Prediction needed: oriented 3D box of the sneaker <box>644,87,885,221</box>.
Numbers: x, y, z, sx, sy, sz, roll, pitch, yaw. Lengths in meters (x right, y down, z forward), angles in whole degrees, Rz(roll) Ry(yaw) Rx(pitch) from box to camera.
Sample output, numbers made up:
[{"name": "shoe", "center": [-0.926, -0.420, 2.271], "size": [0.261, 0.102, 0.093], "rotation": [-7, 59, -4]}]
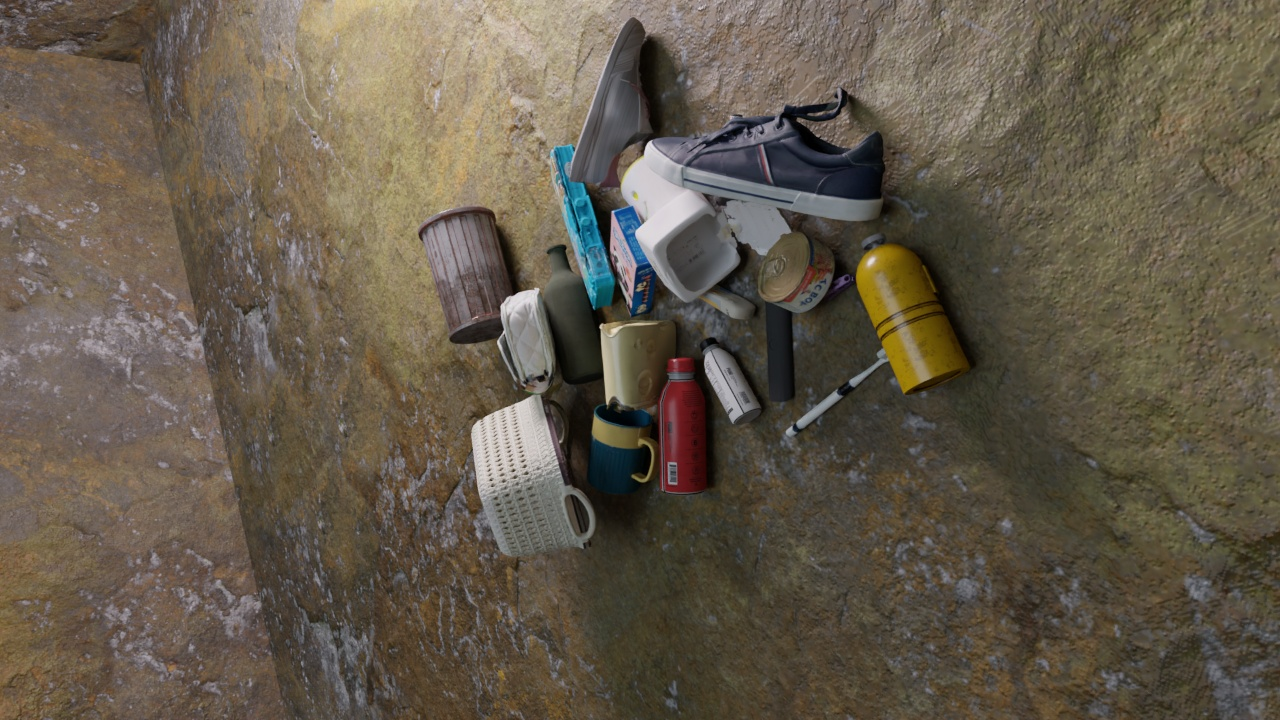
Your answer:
[{"name": "sneaker", "center": [0.136, -0.243, 1.021], "size": [0.295, 0.120, 0.127], "rotation": [17, 114, 31]}]

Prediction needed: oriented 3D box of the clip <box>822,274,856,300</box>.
[{"name": "clip", "center": [0.218, -0.082, 1.029], "size": [0.052, 0.033, 0.013], "rotation": [-35, 69, 45]}]

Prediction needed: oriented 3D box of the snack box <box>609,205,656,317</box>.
[{"name": "snack box", "center": [-0.011, -0.129, 1.222], "size": [0.154, 0.033, 0.088], "rotation": [99, 150, -68]}]

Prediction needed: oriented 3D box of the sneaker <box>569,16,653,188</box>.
[{"name": "sneaker", "center": [-0.021, -0.340, 1.242], "size": [0.099, 0.089, 0.236], "rotation": [-161, 90, -81]}]

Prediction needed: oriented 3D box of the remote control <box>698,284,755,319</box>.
[{"name": "remote control", "center": [0.093, -0.084, 1.159], "size": [0.126, 0.038, 0.018], "rotation": [34, 120, 41]}]

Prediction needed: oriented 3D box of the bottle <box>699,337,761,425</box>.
[{"name": "bottle", "center": [0.109, 0.023, 1.152], "size": [0.041, 0.041, 0.116], "rotation": [-47, 60, 40]}]

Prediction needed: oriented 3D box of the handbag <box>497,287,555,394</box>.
[{"name": "handbag", "center": [-0.167, -0.030, 1.360], "size": [0.195, 0.072, 0.139], "rotation": [-118, 14, -81]}]

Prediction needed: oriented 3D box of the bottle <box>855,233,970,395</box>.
[{"name": "bottle", "center": [0.271, -0.053, 0.939], "size": [0.071, 0.071, 0.163], "rotation": [-36, 67, 45]}]

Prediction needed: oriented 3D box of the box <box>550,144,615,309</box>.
[{"name": "box", "center": [-0.085, -0.192, 1.321], "size": [0.094, 0.039, 0.226], "rotation": [103, 151, -72]}]

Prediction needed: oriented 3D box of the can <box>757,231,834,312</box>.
[{"name": "can", "center": [0.176, -0.099, 1.039], "size": [0.086, 0.043, 0.086], "rotation": [-39, 41, 44]}]

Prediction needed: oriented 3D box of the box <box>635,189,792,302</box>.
[{"name": "box", "center": [0.093, -0.149, 1.105], "size": [0.189, 0.111, 0.101], "rotation": [-25, 42, 14]}]

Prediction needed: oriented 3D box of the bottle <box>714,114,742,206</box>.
[{"name": "bottle", "center": [0.112, -0.244, 1.122], "size": [0.036, 0.036, 0.110], "rotation": [16, 106, 47]}]

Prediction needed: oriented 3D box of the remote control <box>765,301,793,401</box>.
[{"name": "remote control", "center": [0.165, -0.024, 1.102], "size": [0.033, 0.015, 0.147], "rotation": [0, 94, 49]}]

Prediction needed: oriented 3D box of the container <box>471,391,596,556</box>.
[{"name": "container", "center": [-0.155, 0.165, 1.322], "size": [0.251, 0.143, 0.185], "rotation": [-115, 11, -58]}]

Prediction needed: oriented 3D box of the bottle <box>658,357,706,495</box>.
[{"name": "bottle", "center": [0.055, 0.084, 1.204], "size": [0.062, 0.062, 0.176], "rotation": [3, 97, 49]}]

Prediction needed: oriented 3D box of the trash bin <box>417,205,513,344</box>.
[{"name": "trash bin", "center": [-0.282, -0.147, 1.513], "size": [0.131, 0.130, 0.211], "rotation": [-29, 74, 46]}]

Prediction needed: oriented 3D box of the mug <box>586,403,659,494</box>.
[{"name": "mug", "center": [-0.020, 0.129, 1.280], "size": [0.114, 0.083, 0.107], "rotation": [24, 112, 38]}]

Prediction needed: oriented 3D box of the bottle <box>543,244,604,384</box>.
[{"name": "bottle", "center": [-0.102, -0.071, 1.359], "size": [0.072, 0.071, 0.206], "rotation": [-26, 75, 47]}]

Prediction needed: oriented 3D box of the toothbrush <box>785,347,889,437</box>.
[{"name": "toothbrush", "center": [0.224, 0.036, 1.040], "size": [0.187, 0.017, 0.012], "rotation": [-47, 40, 41]}]

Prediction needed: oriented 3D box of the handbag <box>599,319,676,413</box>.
[{"name": "handbag", "center": [-0.007, 0.007, 1.230], "size": [0.081, 0.111, 0.119], "rotation": [4, 98, 27]}]

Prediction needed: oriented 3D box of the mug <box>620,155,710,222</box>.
[{"name": "mug", "center": [0.035, -0.204, 1.181], "size": [0.106, 0.082, 0.083], "rotation": [55, 131, 28]}]
